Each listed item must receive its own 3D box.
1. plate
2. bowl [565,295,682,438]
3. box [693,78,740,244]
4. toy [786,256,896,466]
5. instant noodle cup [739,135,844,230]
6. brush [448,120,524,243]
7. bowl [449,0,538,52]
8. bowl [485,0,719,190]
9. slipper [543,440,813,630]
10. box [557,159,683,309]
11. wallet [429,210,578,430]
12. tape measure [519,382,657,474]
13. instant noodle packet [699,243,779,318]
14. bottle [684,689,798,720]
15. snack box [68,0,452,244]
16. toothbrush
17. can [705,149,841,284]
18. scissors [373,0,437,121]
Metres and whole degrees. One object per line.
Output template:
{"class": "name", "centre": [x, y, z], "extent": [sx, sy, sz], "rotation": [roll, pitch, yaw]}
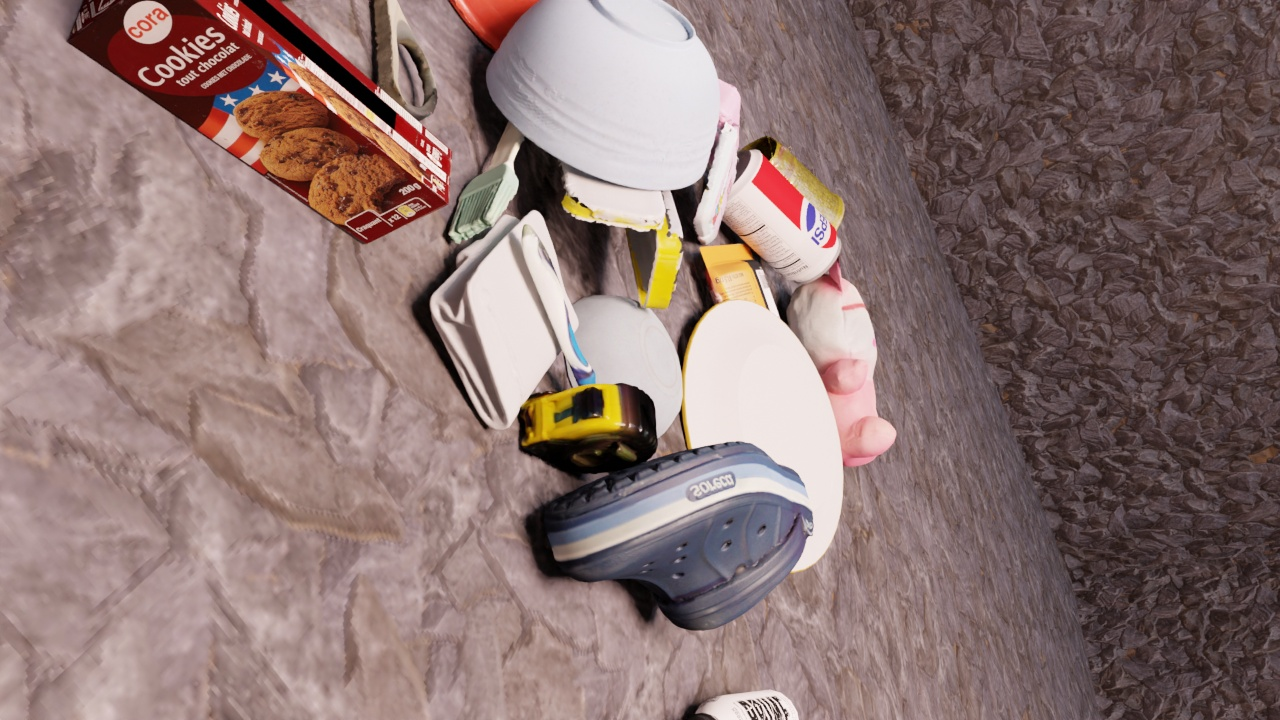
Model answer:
{"class": "plate", "centre": [0.113, 0.057, 0.755], "extent": [0.229, 0.021, 0.229], "rotation": [23, 58, -44]}
{"class": "bowl", "centre": [-0.004, 0.003, 0.593], "extent": [0.106, 0.039, 0.106], "rotation": [43, 37, -45]}
{"class": "box", "centre": [0.038, -0.161, 0.745], "extent": [0.101, 0.103, 0.201], "rotation": [27, 5, 4]}
{"class": "toy", "centre": [0.206, 0.003, 0.959], "extent": [0.142, 0.084, 0.213], "rotation": [57, 24, -77]}
{"class": "instant noodle cup", "centre": [0.145, -0.172, 0.964], "extent": [0.108, 0.102, 0.102], "rotation": [42, 36, -31]}
{"class": "brush", "centre": [-0.076, -0.138, 0.557], "extent": [0.012, 0.033, 0.217], "rotation": [54, 28, -32]}
{"class": "bowl", "centre": [-0.088, -0.267, 0.605], "extent": [0.130, 0.045, 0.130], "rotation": [43, 37, -44]}
{"class": "bowl", "centre": [-0.011, -0.180, 0.562], "extent": [0.150, 0.075, 0.150], "rotation": [19, 39, -16]}
{"class": "slipper", "centre": [0.046, 0.107, 0.543], "extent": [0.252, 0.105, 0.095], "rotation": [16, 58, -60]}
{"class": "box", "centre": [-0.026, -0.127, 0.620], "extent": [0.210, 0.080, 0.084], "rotation": [-100, -162, -47]}
{"class": "wallet", "centre": [-0.072, -0.025, 0.491], "extent": [0.116, 0.032, 0.086], "rotation": [-62, 138, -60]}
{"class": "tape measure", "centre": [-0.022, 0.040, 0.503], "extent": [0.067, 0.063, 0.038], "rotation": [39, 39, -50]}
{"class": "instant noodle packet", "centre": [0.115, -0.002, 0.844], "extent": [0.159, 0.032, 0.221], "rotation": [-20, 91, -67]}
{"class": "bottle", "centre": [0.059, 0.226, 0.561], "extent": [0.116, 0.041, 0.041], "rotation": [27, 50, -56]}
{"class": "snack box", "centre": [-0.143, -0.104, 0.371], "extent": [0.141, 0.051, 0.031], "rotation": [39, 40, -49]}
{"class": "toothbrush", "centre": [-0.030, 0.005, 0.522], "extent": [0.016, 0.017, 0.189], "rotation": [-78, 153, -53]}
{"class": "can", "centre": [0.129, -0.138, 0.889], "extent": [0.132, 0.070, 0.070], "rotation": [39, 38, -25]}
{"class": "scissors", "centre": [-0.143, -0.197, 0.483], "extent": [0.157, 0.013, 0.169], "rotation": [-20, 87, -64]}
